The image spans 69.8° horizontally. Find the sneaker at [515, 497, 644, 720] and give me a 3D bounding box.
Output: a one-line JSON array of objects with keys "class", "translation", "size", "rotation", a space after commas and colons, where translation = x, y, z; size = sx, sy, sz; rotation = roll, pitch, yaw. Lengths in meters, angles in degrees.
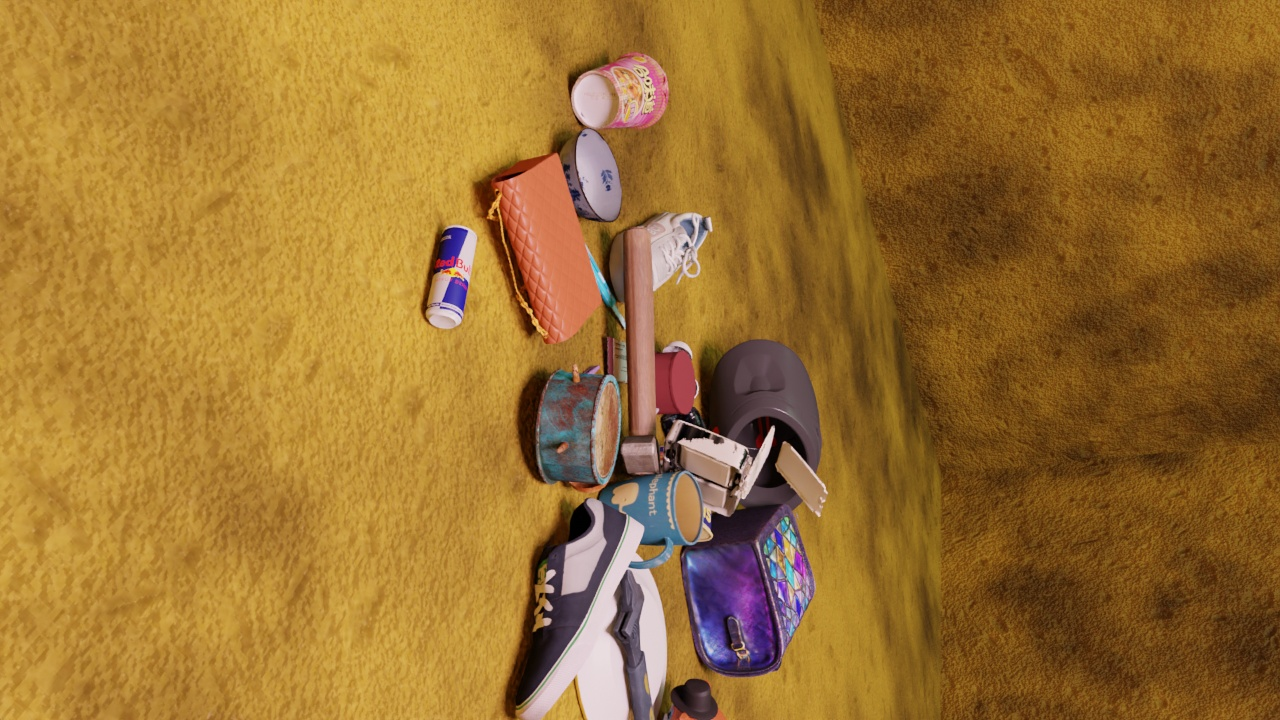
[{"class": "sneaker", "translation": [-0.077, 0.235, 0.894], "size": [0.079, 0.084, 0.234], "rotation": [35, 48, -9]}]

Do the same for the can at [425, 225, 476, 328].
[{"class": "can", "translation": [-0.171, -0.076, 0.832], "size": [0.032, 0.032, 0.095], "rotation": [45, 42, -52]}]

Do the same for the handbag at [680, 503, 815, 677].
[{"class": "handbag", "translation": [0.161, 0.331, 1.295], "size": [0.204, 0.126, 0.222], "rotation": [-26, 102, -65]}]

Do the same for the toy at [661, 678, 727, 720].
[{"class": "toy", "translation": [0.060, 0.455, 1.070], "size": [0.112, 0.096, 0.176], "rotation": [-20, 129, -65]}]

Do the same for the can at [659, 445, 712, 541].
[{"class": "can", "translation": [0.055, 0.174, 1.206], "size": [0.116, 0.057, 0.092], "rotation": [50, 37, -48]}]

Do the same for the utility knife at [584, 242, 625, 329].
[{"class": "utility knife", "translation": [-0.046, -0.089, 1.133], "size": [0.151, 0.015, 0.022], "rotation": [59, 32, -44]}]

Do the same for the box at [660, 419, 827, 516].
[{"class": "box", "translation": [0.132, 0.116, 1.081], "size": [0.144, 0.193, 0.106], "rotation": [91, 24, -60]}]

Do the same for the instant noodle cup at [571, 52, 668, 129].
[{"class": "instant noodle cup", "translation": [-0.031, -0.336, 1.167], "size": [0.108, 0.098, 0.098], "rotation": [-36, 114, -54]}]

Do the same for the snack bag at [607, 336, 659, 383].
[{"class": "snack bag", "translation": [-0.007, 0.007, 1.180], "size": [0.157, 0.013, 0.057], "rotation": [14, 73, -65]}]

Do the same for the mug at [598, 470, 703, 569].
[{"class": "mug", "translation": [0.006, 0.183, 1.038], "size": [0.084, 0.104, 0.112], "rotation": [56, 37, -43]}]

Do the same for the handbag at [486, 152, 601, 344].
[{"class": "handbag", "translation": [-0.105, -0.115, 0.954], "size": [0.108, 0.060, 0.172], "rotation": [-61, 139, -61]}]

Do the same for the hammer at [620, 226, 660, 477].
[{"class": "hammer", "translation": [-0.001, -0.015, 1.091], "size": [0.158, 0.037, 0.300], "rotation": [70, 18, -79]}]

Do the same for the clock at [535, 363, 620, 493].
[{"class": "clock", "translation": [-0.065, 0.077, 0.965], "size": [0.158, 0.073, 0.121], "rotation": [68, 28, -62]}]

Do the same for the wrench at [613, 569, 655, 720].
[{"class": "wrench", "translation": [0.000, 0.365, 1.004], "size": [0.073, 0.022, 0.273], "rotation": [-4, 85, -72]}]

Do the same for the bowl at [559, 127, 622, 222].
[{"class": "bowl", "translation": [-0.067, -0.214, 1.090], "size": [0.114, 0.045, 0.114], "rotation": [34, 51, -58]}]

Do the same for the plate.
[{"class": "plate", "translation": [-0.012, 0.328, 1.047], "size": [0.229, 0.021, 0.229], "rotation": [34, 51, -58]}]

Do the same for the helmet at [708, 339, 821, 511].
[{"class": "helmet", "translation": [0.187, 0.088, 1.391], "size": [0.169, 0.164, 0.265], "rotation": [-82, 163, -64]}]

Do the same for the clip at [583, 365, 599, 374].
[{"class": "clip", "translation": [-0.059, 0.023, 1.065], "size": [0.051, 0.013, 0.035], "rotation": [-37, 114, -60]}]

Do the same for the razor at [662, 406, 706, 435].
[{"class": "razor", "translation": [0.076, 0.111, 1.291], "size": [0.151, 0.054, 0.067], "rotation": [55, 18, -54]}]

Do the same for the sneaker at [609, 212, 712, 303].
[{"class": "sneaker", "translation": [0.034, -0.150, 1.234], "size": [0.241, 0.091, 0.089], "rotation": [-52, 129, -57]}]

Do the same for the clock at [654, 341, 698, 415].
[{"class": "clock", "translation": [0.042, 0.026, 1.214], "size": [0.124, 0.044, 0.087], "rotation": [-45, 127, -59]}]
